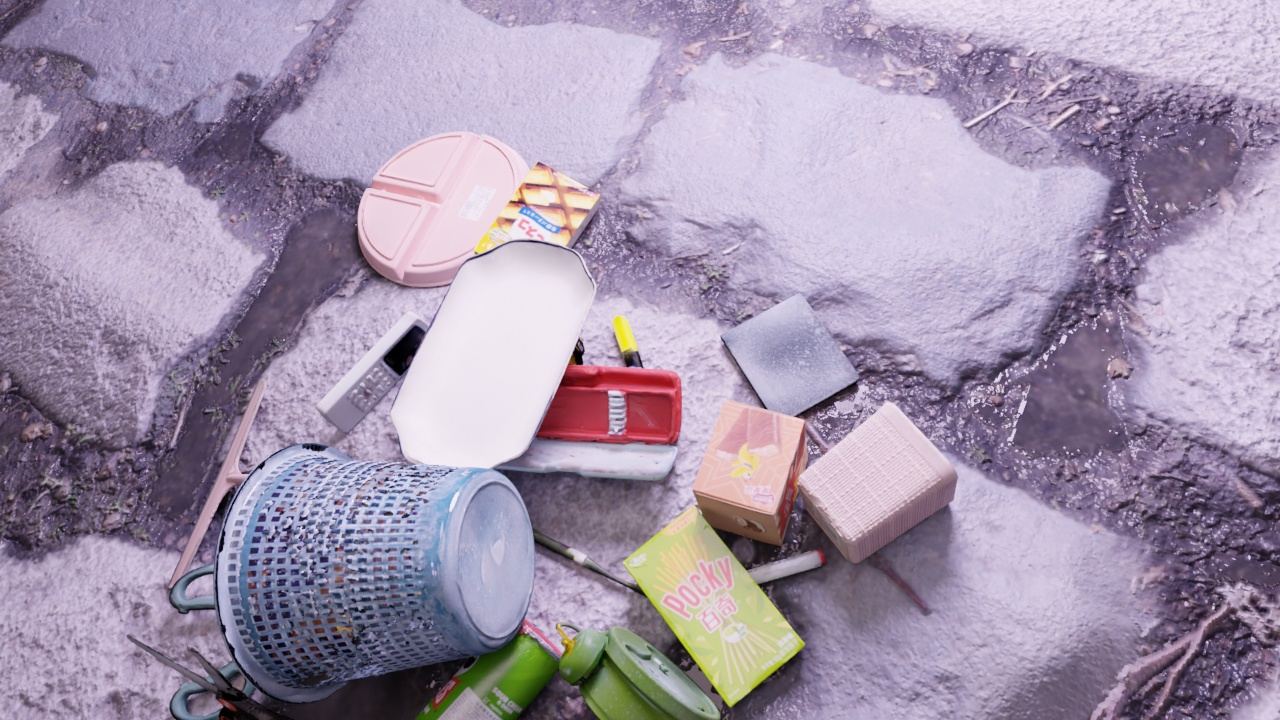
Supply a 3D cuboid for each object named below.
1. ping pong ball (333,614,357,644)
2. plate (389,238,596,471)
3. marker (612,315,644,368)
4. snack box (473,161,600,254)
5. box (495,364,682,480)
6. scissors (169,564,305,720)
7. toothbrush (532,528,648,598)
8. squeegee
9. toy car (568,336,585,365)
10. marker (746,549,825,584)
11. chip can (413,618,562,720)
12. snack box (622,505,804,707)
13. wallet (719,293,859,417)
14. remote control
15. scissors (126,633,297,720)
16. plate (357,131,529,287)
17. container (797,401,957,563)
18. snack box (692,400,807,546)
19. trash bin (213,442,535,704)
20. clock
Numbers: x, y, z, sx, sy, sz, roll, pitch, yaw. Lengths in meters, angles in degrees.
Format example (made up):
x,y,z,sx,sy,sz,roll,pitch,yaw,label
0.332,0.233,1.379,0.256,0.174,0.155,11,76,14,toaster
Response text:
x,y,z,sx,sy,sz,roll,pitch,yaw,label
-0.291,0.254,0.888,0.040,0.040,0.040,-6,61,10,ping pong ball
-0.140,-0.003,0.910,0.162,0.034,0.265,11,66,20,plate
-0.006,0.006,0.971,0.018,0.015,0.124,-21,63,2,marker
-0.118,-0.153,1.059,0.087,0.034,0.140,30,74,7,snack box
-0.063,0.059,0.903,0.202,0.100,0.102,2,100,14,box
-0.413,0.265,0.917,0.170,0.019,0.181,-40,67,-9,scissors
-0.065,0.185,0.888,0.186,0.012,0.017,21,63,23,toothbrush
-0.357,0.137,0.969,0.250,0.040,0.247,6,64,15,squeegee
-0.134,-0.016,0.979,0.156,0.071,0.041,1,60,16,toy car
0.097,0.200,0.839,0.145,0.017,0.017,-18,60,3,marker
-0.168,0.329,0.799,0.072,0.072,0.235,36,75,27,chip can
0.063,0.216,0.816,0.085,0.026,0.156,-37,71,-4,snack box
0.151,-0.002,0.936,0.097,0.019,0.120,-29,61,-1,wallet
-0.287,0.013,1.006,0.021,0.058,0.150,35,76,24,remote control
-0.332,0.300,0.776,0.221,0.234,0.021,23,51,8,scissors
-0.244,-0.193,1.125,0.230,0.028,0.229,-5,61,10,plate
0.207,0.113,0.820,0.111,0.090,0.090,-35,60,-4,container
0.104,0.105,0.844,0.077,0.093,0.094,14,66,19,snack box
-0.206,0.176,0.786,0.195,0.226,0.226,-7,60,20,trash bin
-0.008,0.271,0.771,0.161,0.116,0.056,37,85,24,clock
